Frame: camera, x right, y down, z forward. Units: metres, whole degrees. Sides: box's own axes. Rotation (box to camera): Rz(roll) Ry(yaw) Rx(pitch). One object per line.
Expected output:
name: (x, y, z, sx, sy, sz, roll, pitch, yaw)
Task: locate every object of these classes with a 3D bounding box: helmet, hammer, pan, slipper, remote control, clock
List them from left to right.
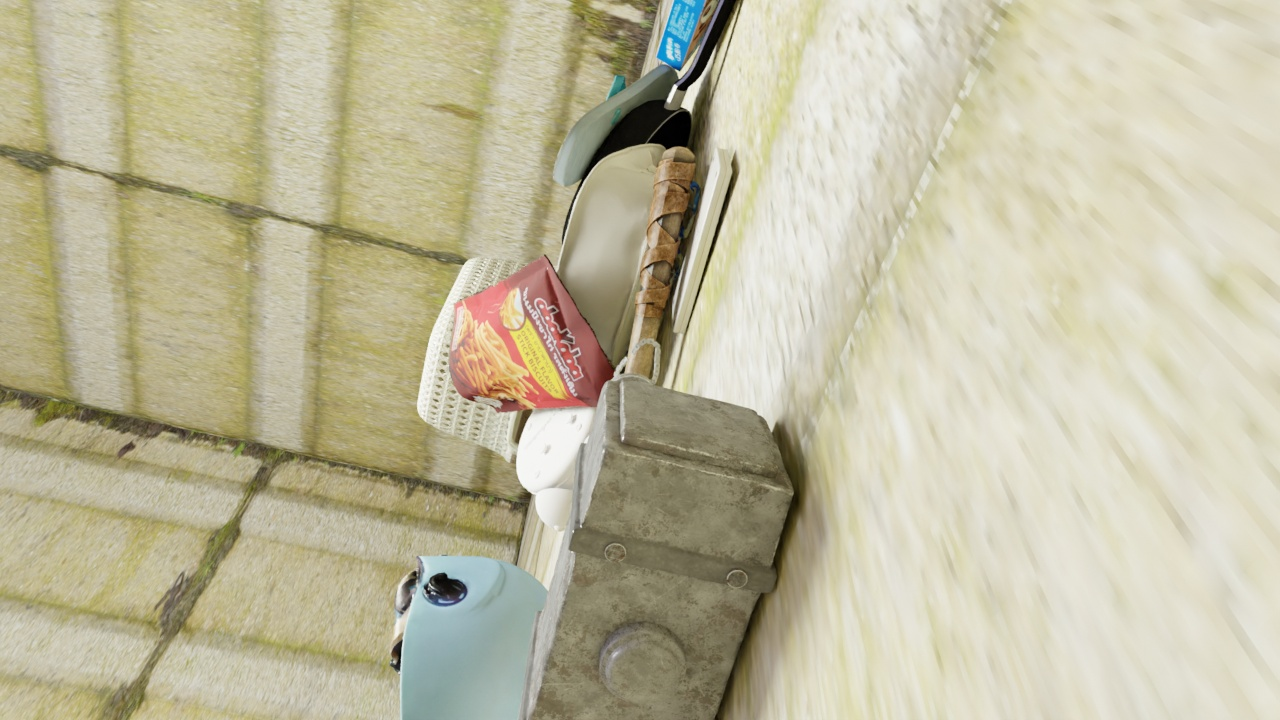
helmet: (-0.150, 0.297, 0.868, 0.265, 0.167, 0.226, -94, 0, -74)
clock: (-0.066, 0.073, 0.860, 0.125, 0.073, 0.160, -49, 31, 19)
slipper: (-0.028, -0.252, 0.930, 0.098, 0.055, 0.268, -62, -7, 33)
hammer: (-0.004, 0.066, 0.501, 0.325, 0.079, 0.177, -95, 19, -70)
hammer: (0.001, -0.006, 0.712, 0.121, 0.049, 0.318, -170, 90, -81)
pan: (0.015, -0.233, 0.911, 0.357, 0.044, 0.203, -64, -10, 30)
remote control: (0.046, -0.089, 0.695, 0.050, 0.011, 0.136, -88, 11, -60)

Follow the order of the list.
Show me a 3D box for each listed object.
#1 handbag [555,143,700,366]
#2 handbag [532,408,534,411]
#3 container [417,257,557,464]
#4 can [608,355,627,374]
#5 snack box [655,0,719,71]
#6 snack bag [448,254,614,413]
handbag: (0.002, -0.103, 0.860, 0.199, 0.093, 0.201, -51, -18, -53)
handbag: (-0.097, 0.064, 1.222, 0.122, 0.118, 0.191, -33, 10, 16)
container: (-0.159, -0.012, 1.052, 0.245, 0.143, 0.185, -85, 12, -58)
can: (-0.052, 0.008, 1.068, 0.090, 0.074, 0.090, -168, 92, -84)
snack box: (0.063, -0.361, 0.896, 0.087, 0.034, 0.151, -56, -1, -20)
snack bag: (-0.101, -0.016, 0.832, 0.208, 0.066, 0.139, -12, 104, 50)
